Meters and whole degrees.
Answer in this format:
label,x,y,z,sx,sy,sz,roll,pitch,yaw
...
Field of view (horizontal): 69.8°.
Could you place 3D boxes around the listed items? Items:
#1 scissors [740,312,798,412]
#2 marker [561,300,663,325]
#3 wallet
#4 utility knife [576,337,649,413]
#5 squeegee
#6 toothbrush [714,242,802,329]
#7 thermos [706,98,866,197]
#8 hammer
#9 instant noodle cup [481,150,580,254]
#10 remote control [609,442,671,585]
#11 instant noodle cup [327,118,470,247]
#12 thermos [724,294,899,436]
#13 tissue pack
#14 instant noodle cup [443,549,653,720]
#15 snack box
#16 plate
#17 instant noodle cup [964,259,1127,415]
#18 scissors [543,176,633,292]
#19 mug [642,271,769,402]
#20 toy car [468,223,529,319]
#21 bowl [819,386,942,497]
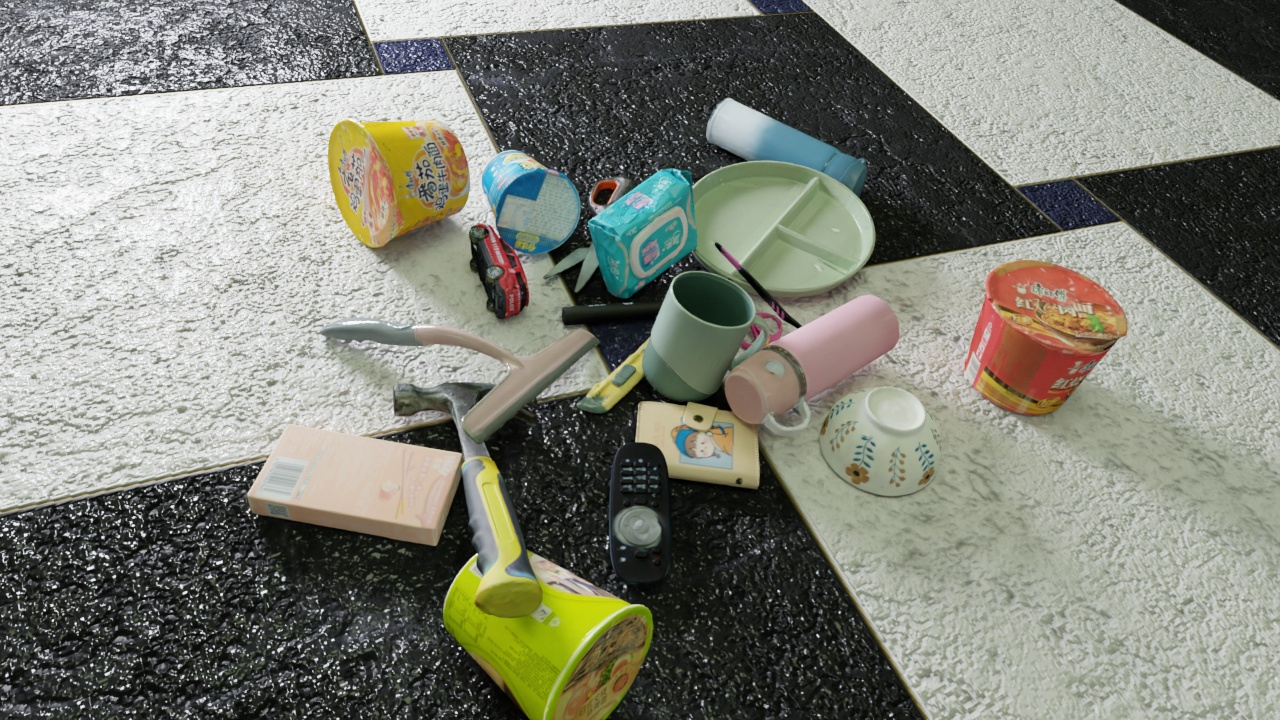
label,x,y,z,sx,sy,sz,roll,pitch,yaw
scissors,0.137,0.002,0.940,0.056,0.017,0.133,-18,52,-5
marker,-0.017,-0.050,0.968,0.132,0.020,0.022,-5,75,-15
wallet,0.052,0.075,0.848,0.115,0.024,0.087,7,49,0
utility knife,-0.005,0.005,0.919,0.031,0.018,0.165,35,45,12
squeegee,-0.199,-0.016,0.867,0.250,0.040,0.247,12,25,17
toothbrush,0.139,-0.062,0.985,0.017,0.014,0.189,-32,68,-23
thermos,0.190,-0.269,1.191,0.220,0.070,0.070,33,49,23
hammer,-0.122,0.091,0.722,0.126,0.032,0.323,-2,23,-17
instant noodle cup,-0.131,-0.187,1.039,0.099,0.099,0.110,-12,34,-20
remote control,0.000,0.130,0.777,0.053,0.024,0.136,3,51,-4
instant noodle cup,-0.263,-0.203,1.014,0.109,0.138,0.138,-22,51,-39
thermos,0.174,0.006,0.890,0.198,0.067,0.087,-27,66,-35
tissue pack,0.009,-0.138,0.992,0.133,0.093,0.050,-40,52,-23
instant noodle cup,-0.072,0.192,0.656,0.123,0.112,0.111,28,47,30
snack box,-0.236,0.103,0.771,0.157,0.026,0.084,10,43,1
plate,0.160,-0.156,1.083,0.230,0.028,0.229,2,49,-2
instant noodle cup,0.400,-0.020,0.934,0.138,0.109,0.137,4,45,-4
scissors,-0.025,-0.148,1.064,0.190,0.022,0.228,2,44,-7
mug,0.065,-0.018,0.880,0.111,0.107,0.082,6,41,-19
toy car,-0.151,-0.096,0.972,0.045,0.053,0.120,-13,50,-22
bowl,0.229,0.065,0.857,0.113,0.062,0.113,3,45,-4
